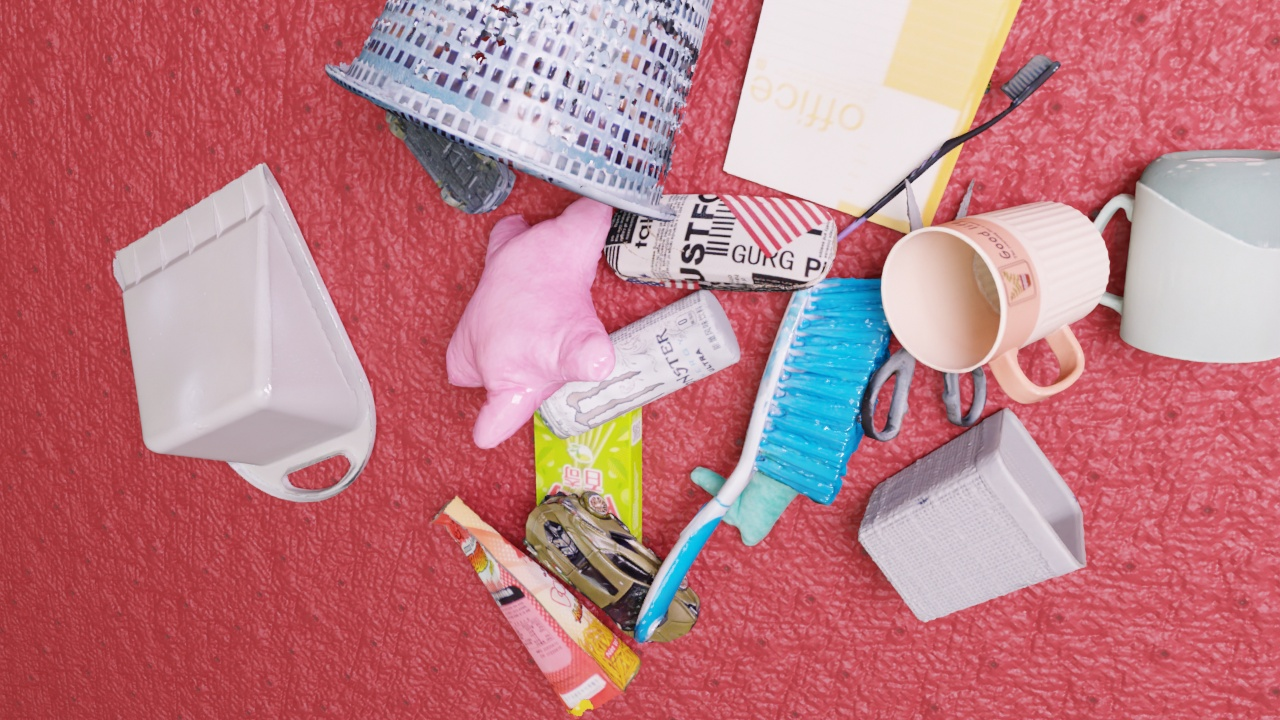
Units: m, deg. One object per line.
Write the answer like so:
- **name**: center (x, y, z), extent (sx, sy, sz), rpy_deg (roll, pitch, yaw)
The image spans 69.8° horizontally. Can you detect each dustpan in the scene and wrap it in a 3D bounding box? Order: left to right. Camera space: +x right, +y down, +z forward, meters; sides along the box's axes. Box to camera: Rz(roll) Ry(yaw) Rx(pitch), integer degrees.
- **dustpan**: center (-0.349, -0.002, 0.841), extent (0.223, 0.142, 0.257), rpy_deg (-20, 70, 26)

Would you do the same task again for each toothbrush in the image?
- **toothbrush**: center (0.173, -0.120, 0.566), extent (0.017, 0.014, 0.190), rpy_deg (50, 129, 0)

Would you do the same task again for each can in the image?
- **can**: center (-0.004, 0.004, 0.664), extent (0.147, 0.058, 0.058), rpy_deg (-26, 97, 15)

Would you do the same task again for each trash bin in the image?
- **trash bin**: center (-0.044, -0.215, 0.547), extent (0.226, 0.226, 0.195), rpy_deg (27, 103, 11)

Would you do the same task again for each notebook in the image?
- **notebook**: center (0.139, -0.187, 0.556), extent (0.146, 0.010, 0.207), rpy_deg (23, 128, 13)

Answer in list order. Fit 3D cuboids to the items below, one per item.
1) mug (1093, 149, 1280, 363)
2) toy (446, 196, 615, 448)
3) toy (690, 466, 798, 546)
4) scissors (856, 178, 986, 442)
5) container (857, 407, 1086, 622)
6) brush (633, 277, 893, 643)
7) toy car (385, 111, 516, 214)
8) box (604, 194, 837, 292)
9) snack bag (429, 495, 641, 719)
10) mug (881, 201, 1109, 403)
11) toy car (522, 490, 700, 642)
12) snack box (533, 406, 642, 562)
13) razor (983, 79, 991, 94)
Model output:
- **mug**: center (0.310, -0.063, 0.523), extent (0.112, 0.082, 0.106), rpy_deg (13, 115, 44)
- **toy**: center (-0.084, -0.034, 0.648), extent (0.179, 0.194, 0.074), rpy_deg (-30, 139, 33)
- **toy**: center (0.088, 0.096, 0.690), extent (0.096, 0.030, 0.092), rpy_deg (34, 113, 11)
- **scissors**: center (0.185, -0.024, 0.588), extent (0.159, 0.014, 0.178), rpy_deg (-47, 116, -11)
- **container**: center (0.217, 0.107, 0.611), extent (0.115, 0.090, 0.090), rpy_deg (-36, 92, 31)
- **brush**: center (0.087, 0.080, 0.644), extent (0.109, 0.060, 0.315), rpy_deg (21, 100, 21)
- **toy car**: center (-0.143, -0.164, 0.689), extent (0.120, 0.036, 0.054), rpy_deg (49, 119, 11)
- **box**: center (0.051, -0.082, 0.621), extent (0.164, 0.070, 0.055), rpy_deg (3, 144, 23)
- **snack bag**: center (-0.096, 0.199, 0.768), extent (0.208, 0.073, 0.129), rpy_deg (49, 159, -2)
- **mug**: center (0.215, -0.033, 0.533), extent (0.114, 0.105, 0.082), rpy_deg (64, 148, 14)
- **toy car**: center (-0.022, 0.165, 0.723), extent (0.158, 0.042, 0.070), rpy_deg (39, 117, -1)
- **snack box**: center (-0.042, 0.100, 0.745), extent (0.086, 0.026, 0.156), rpy_deg (8, 111, 20)
- **razor**: center (0.191, -0.226, 0.541), extent (0.043, 0.028, 0.133), rpy_deg (8, 109, 23)
